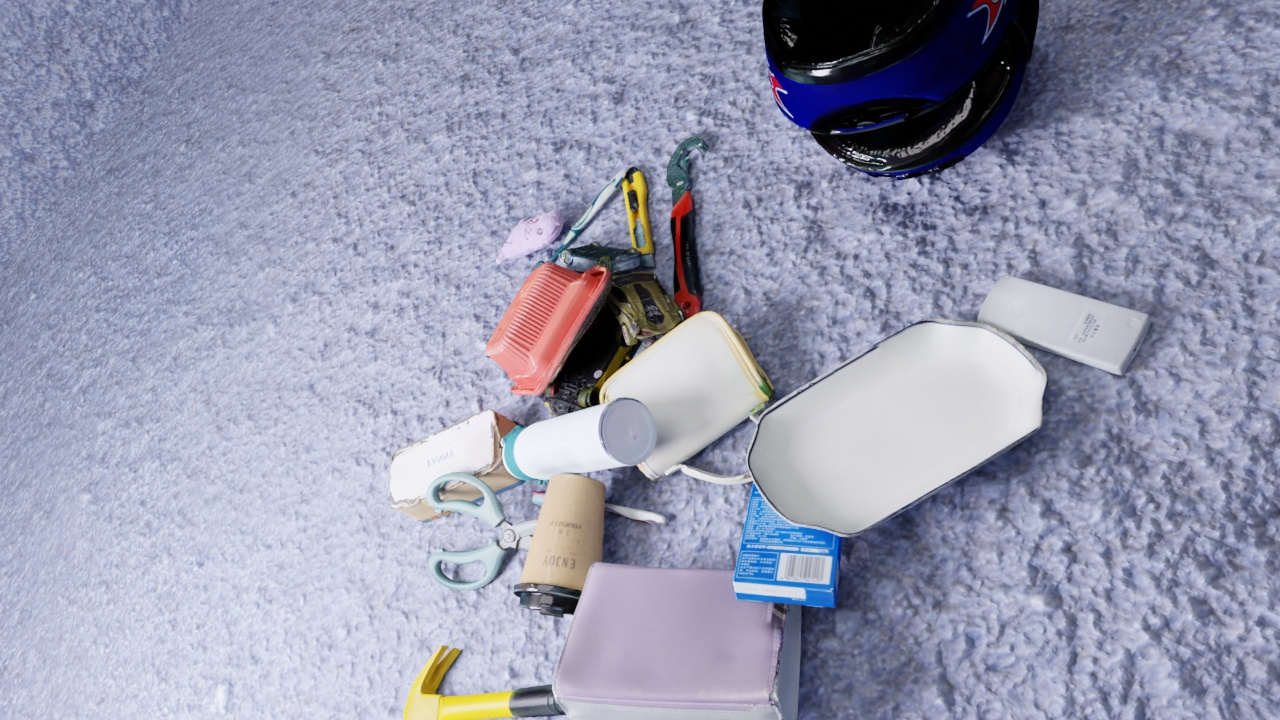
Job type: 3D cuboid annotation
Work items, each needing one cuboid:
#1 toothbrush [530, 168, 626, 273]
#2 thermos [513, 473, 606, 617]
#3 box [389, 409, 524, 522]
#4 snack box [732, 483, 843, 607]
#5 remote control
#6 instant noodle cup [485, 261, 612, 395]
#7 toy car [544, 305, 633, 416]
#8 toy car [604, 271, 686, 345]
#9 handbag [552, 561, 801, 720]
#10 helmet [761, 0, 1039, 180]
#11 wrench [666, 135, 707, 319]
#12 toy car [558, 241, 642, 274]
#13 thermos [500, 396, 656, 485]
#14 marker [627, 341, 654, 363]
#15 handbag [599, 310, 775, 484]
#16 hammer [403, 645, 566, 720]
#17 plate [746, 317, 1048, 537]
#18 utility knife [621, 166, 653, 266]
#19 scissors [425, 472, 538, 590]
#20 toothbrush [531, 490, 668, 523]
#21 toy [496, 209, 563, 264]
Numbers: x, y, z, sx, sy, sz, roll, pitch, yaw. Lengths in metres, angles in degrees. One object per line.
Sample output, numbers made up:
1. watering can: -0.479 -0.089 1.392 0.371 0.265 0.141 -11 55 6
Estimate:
1. toothbrush: -0.083 -0.178 1.202 0.192 0.018 0.016 -49 37 8
2. thermos: -0.075 0.193 0.941 0.093 0.093 0.143 -6 64 32
3. box: -0.216 0.125 1.104 0.185 0.062 0.089 -21 55 22
4. snack box: 0.137 0.146 0.816 0.085 0.026 0.156 0 40 18
5. remote control: 0.370 -0.034 0.812 0.135 0.019 0.056 25 80 41
6. instant noodle cup: -0.115 -0.042 1.069 0.164 0.079 0.189 -61 13 -12
7. toy car: -0.053 0.004 1.070 0.071 0.041 0.155 14 68 39
8. toy car: 0.000 -0.065 1.046 0.070 0.042 0.158 -14 35 -15
9. handbag: 0.038 0.254 0.810 0.197 0.098 0.144 -5 45 20
10. helmet: 0.253 -0.296 0.888 0.248 0.240 0.314 -7 51 32
11. wrench: 0.055 -0.161 1.106 0.056 0.016 0.272 -18 55 32
12. toy car: -0.050 -0.122 1.131 0.121 0.054 0.037 12 116 45
13. thermos: -0.073 0.091 0.972 0.225 0.073 0.073 -19 52 53
14. marker: -0.006 0.006 1.055 0.018 0.015 0.123 26 78 16
15. handbag: 0.063 0.060 0.956 0.163 0.063 0.178 -36 64 13
16. hammer: -0.124 0.347 0.931 0.301 0.033 0.128 -16 58 27
17. plate: 0.225 0.061 0.810 0.265 0.034 0.162 -31 46 -4
18. utility knife: -0.002 -0.182 1.157 0.033 0.015 0.173 -27 52 24
19. scissors: -0.176 0.210 1.035 0.177 0.019 0.169 20 99 17
20. toothbrush: -0.049 0.161 0.995 0.188 0.016 0.017 4 75 36
21. toy: -0.142 -0.171 1.229 0.108 0.039 0.083 -16 42 43
